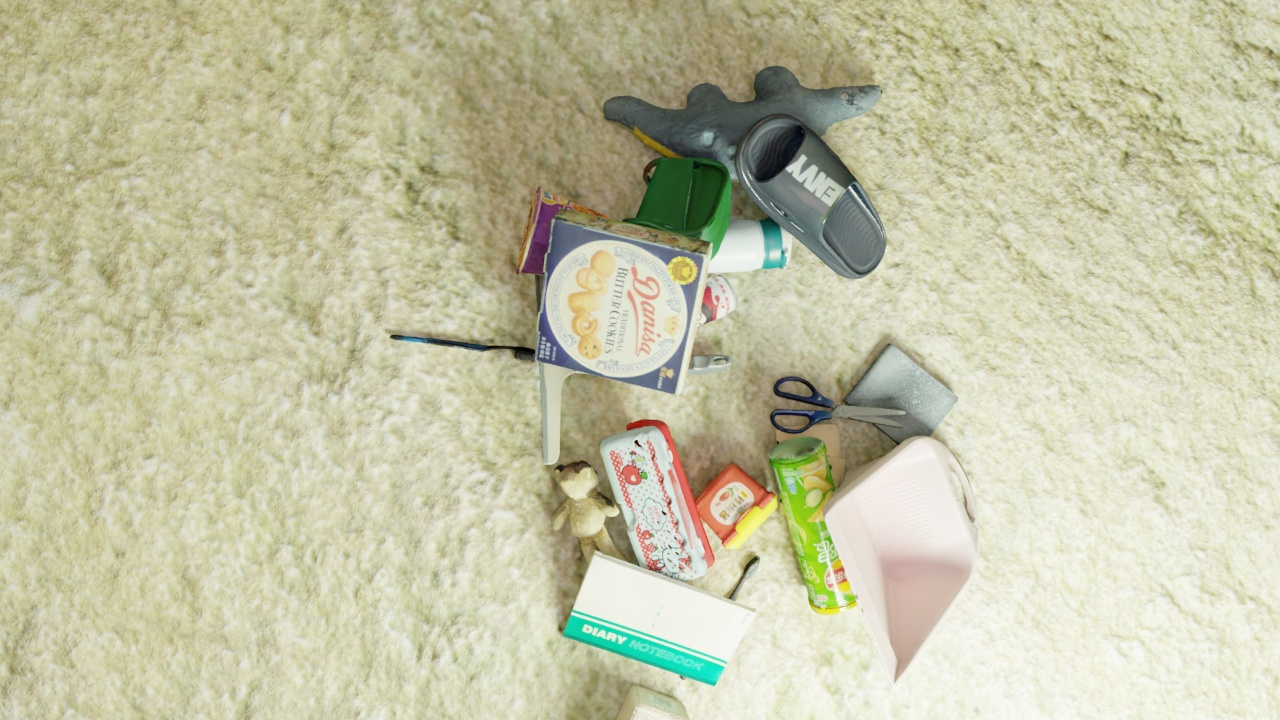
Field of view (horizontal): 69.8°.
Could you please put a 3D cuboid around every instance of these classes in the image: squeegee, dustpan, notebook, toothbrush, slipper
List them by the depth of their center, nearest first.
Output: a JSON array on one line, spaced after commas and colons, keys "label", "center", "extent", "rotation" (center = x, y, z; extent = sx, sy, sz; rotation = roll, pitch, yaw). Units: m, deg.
[{"label": "slipper", "center": [0.225, -0.191, 1.090], "extent": [0.268, 0.083, 0.110], "rotation": [38, 82, -32]}, {"label": "dustpan", "center": [0.330, 0.209, 1.095], "extent": [0.139, 0.272, 0.222], "rotation": [-20, 100, 20]}, {"label": "notebook", "center": [0.020, 0.325, 1.140], "extent": [0.209, 0.012, 0.151], "rotation": [19, 121, -1]}, {"label": "squeegee", "center": [-0.007, 0.007, 1.157], "extent": [0.246, 0.039, 0.246], "rotation": [-2, 74, -9]}, {"label": "toothbrush", "center": [-0.221, -0.017, 1.157], "extent": [0.189, 0.014, 0.016], "rotation": [6, 115, -3]}, {"label": "toothbrush", "center": [0.103, 0.333, 1.182], "extent": [0.014, 0.017, 0.189], "rotation": [32, 91, -3]}]

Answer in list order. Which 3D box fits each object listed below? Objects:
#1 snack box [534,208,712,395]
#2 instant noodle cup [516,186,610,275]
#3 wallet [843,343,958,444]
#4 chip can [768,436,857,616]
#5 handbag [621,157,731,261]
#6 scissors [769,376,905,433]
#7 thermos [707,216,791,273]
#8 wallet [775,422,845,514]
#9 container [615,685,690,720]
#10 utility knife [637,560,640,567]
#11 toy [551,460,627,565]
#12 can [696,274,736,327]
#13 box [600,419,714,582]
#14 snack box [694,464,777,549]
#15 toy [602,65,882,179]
[{"label": "snack box", "center": [-0.023, -0.066, 1.058], "extent": [0.182, 0.045, 0.178], "rotation": [13, 117, 7]}, {"label": "instant noodle cup", "center": [-0.091, -0.147, 1.118], "extent": [0.099, 0.111, 0.111], "rotation": [12, 91, -12]}, {"label": "wallet", "center": [0.337, 0.051, 1.187], "extent": [0.121, 0.019, 0.097], "rotation": [38, 91, -5]}, {"label": "chip can", "center": [0.218, 0.202, 1.137], "extent": [0.072, 0.072, 0.221], "rotation": [-18, 103, -3]}, {"label": "handbag", "center": [0.045, -0.181, 1.094], "extent": [0.120, 0.068, 0.131], "rotation": [13, 60, 15]}, {"label": "scissors", "center": [0.246, 0.073, 1.162], "extent": [0.173, 0.012, 0.128], "rotation": [35, 75, 13]}, {"label": "thermos", "center": [0.077, -0.142, 1.145], "extent": [0.224, 0.073, 0.073], "rotation": [-4, 91, -3]}, {"label": "wallet", "center": [0.220, 0.139, 1.180], "extent": [0.087, 0.024, 0.115], "rotation": [-3, 91, 2]}, {"label": "container", "center": [0.007, 0.479, 1.144], "extent": [0.090, 0.090, 0.111], "rotation": [22, 88, -3]}, {"label": "utility knife", "center": [0.000, 0.209, 1.175], "extent": [0.029, 0.013, 0.161], "rotation": [-7, 95, 0]}, {"label": "toy", "center": [-0.060, 0.200, 1.152], "extent": [0.105, 0.066, 0.157], "rotation": [-15, 98, 39]}, {"label": "can", "center": [0.050, -0.061, 1.137], "extent": [0.132, 0.053, 0.053], "rotation": [-22, 92, -16]}, {"label": "box", "center": [0.016, 0.177, 1.115], "extent": [0.091, 0.095, 0.201], "rotation": [-24, 100, -27]}, {"label": "snack box", "center": [0.117, 0.181, 1.151], "extent": [0.080, 0.082, 0.091], "rotation": [43, 88, 10]}, {"label": "toy", "center": [0.137, -0.291, 1.138], "extent": [0.356, 0.091, 0.137], "rotation": [-7, 64, -4]}]
